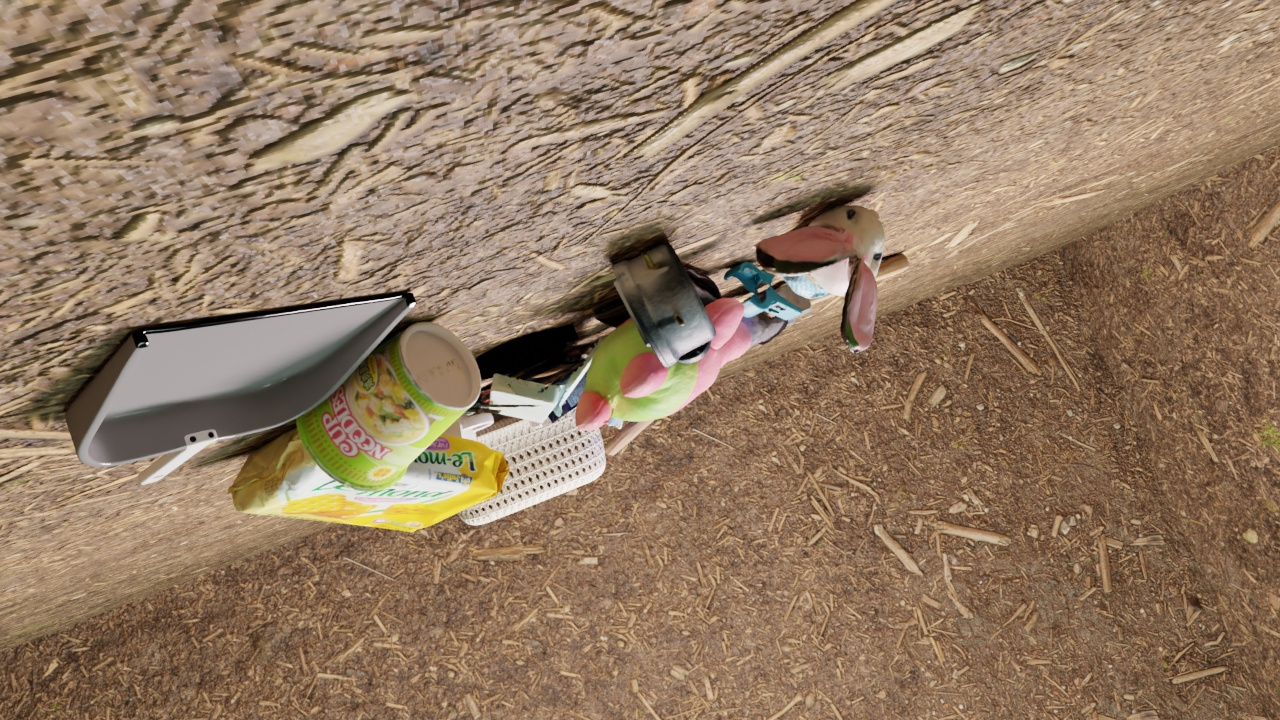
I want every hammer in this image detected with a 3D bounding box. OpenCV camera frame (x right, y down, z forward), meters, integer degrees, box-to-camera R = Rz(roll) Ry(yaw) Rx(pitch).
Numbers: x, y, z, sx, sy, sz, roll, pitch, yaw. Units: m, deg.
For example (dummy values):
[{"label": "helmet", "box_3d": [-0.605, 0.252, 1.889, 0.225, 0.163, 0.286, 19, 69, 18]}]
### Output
[{"label": "hammer", "box_3d": [0.058, 0.030, 1.204, 0.329, 0.052, 0.097, -43, 167, 29]}, {"label": "hammer", "box_3d": [0.275, -0.103, 1.317, 0.321, 0.051, 0.118, -21, 175, -35]}]

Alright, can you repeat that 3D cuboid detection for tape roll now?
[{"label": "tape roll", "box_3d": [-0.117, -0.006, 0.900, 0.091, 0.016, 0.093, -17, 173, -35]}]

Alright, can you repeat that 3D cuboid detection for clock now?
[{"label": "clock", "box_3d": [0.020, -0.041, 0.711, 0.052, 0.090, 0.129, -28, 171, 3]}]

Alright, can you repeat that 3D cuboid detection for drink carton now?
[{"label": "drink carton", "box_3d": [-0.080, 0.032, 1.117, 0.129, 0.040, 0.064, -35, -177, -28]}]

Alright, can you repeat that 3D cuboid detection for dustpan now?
[{"label": "dustpan", "box_3d": [-0.271, 0.030, 0.579, 0.258, 0.033, 0.162, -26, 173, 40]}]

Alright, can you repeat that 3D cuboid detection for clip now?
[{"label": "clip", "box_3d": [0.130, -0.059, 0.953, 0.028, 0.113, 0.126, -28, 159, 30]}]

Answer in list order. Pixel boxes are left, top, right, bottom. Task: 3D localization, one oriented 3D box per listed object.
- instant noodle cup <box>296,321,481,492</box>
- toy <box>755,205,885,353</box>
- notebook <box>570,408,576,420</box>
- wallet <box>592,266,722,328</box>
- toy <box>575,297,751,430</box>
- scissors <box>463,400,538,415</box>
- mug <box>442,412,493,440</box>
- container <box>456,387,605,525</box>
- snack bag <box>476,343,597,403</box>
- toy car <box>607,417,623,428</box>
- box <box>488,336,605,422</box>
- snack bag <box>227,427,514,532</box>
[{"label": "instant noodle cup", "box_3d": [-0.177, 0.029, 0.663, 0.108, 0.099, 0.098, -33, 169, 30]}, {"label": "toy", "box_3d": [0.182, -0.093, 0.846, 0.106, 0.131, 0.205, -44, -178, 13]}, {"label": "notebook", "box_3d": [0.021, 0.001, 1.138, 0.209, 0.022, 0.171, -42, 169, 12]}, {"label": "wallet", "box_3d": [0.018, -0.057, 0.878, 0.099, 0.031, 0.120, -22, 169, 17]}, {"label": "toy", "box_3d": [0.032, -0.004, 0.866, 0.193, 0.097, 0.236, -28, 176, 42]}, {"label": "scissors", "box_3d": [-0.204, 0.045, 0.857, 0.203, 0.015, 0.202, 0, 178, -32]}, {"label": "mug", "box_3d": [-0.224, 0.085, 1.078, 0.105, 0.073, 0.089, -21, 175, -1]}, {"label": "container", "box_3d": [-0.164, 0.114, 1.226, 0.246, 0.143, 0.184, -20, -173, -8]}, {"label": "snack bag", "box_3d": [-0.123, 0.018, 1.093, 0.156, 0.018, 0.074, -26, 175, 31]}, {"label": "toy car", "box_3d": [-0.006, 0.006, 0.997, 0.054, 0.056, 0.154, 16, 125, -25]}, {"label": "box", "box_3d": [-0.101, 0.022, 0.965, 0.125, 0.075, 0.198, -39, 180, -14]}, {"label": "snack bag", "box_3d": [-0.268, 0.116, 0.929, 0.160, 0.068, 0.247, -28, 150, 34]}]
